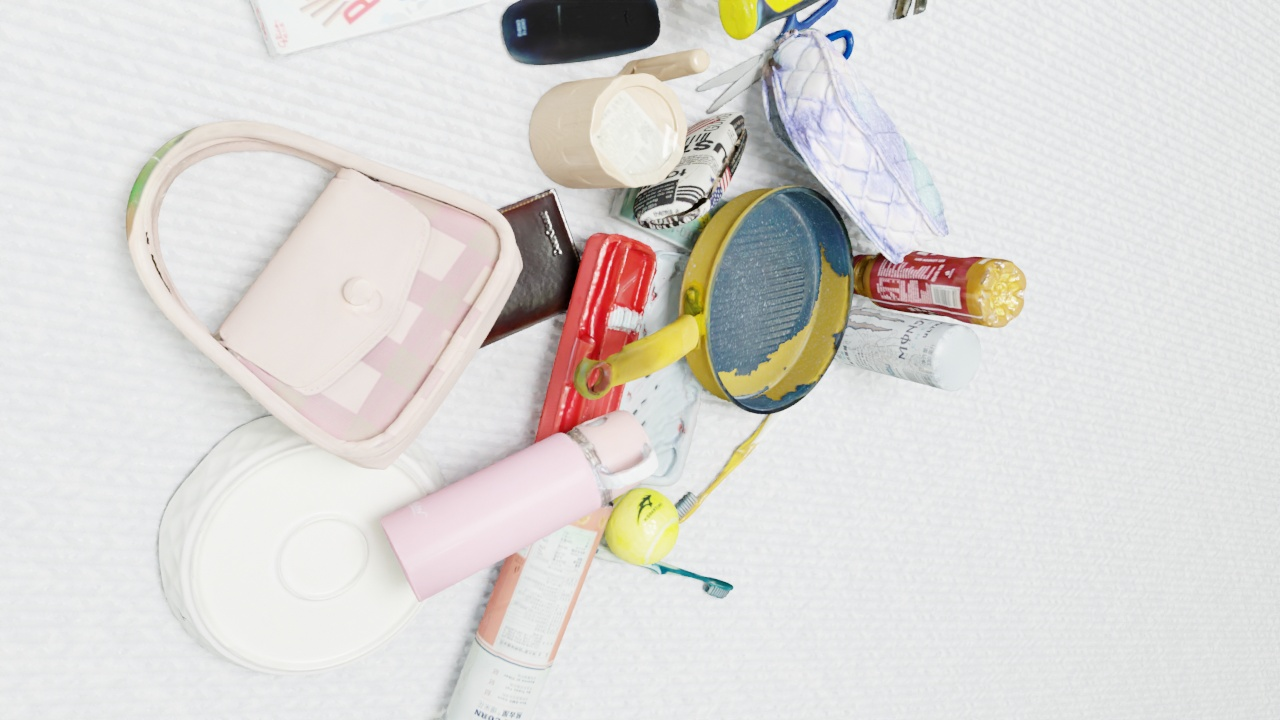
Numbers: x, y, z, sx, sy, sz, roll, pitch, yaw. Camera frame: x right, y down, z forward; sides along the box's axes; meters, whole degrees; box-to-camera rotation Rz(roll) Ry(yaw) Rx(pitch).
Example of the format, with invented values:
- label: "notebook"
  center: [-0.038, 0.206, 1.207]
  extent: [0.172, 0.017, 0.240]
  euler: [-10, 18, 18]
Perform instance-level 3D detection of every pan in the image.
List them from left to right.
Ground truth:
- label: "pan"
  center: [0.067, -0.031, 0.734]
  extent: [0.356, 0.078, 0.198]
  euler: [-17, 113, -40]

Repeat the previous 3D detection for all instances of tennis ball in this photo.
- label: "tennis ball"
  center: [0.001, 0.142, 0.786]
  extent: [0.065, 0.065, 0.065]
  euler: [-6, 103, -28]

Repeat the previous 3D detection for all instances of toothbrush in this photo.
- label: "toothbrush"
  center: [0.012, 0.189, 0.831]
  extent: [0.191, 0.016, 0.018]
  euler: [23, 99, -31]
- label: "toothbrush"
  center: [0.097, 0.079, 0.856]
  extent: [0.191, 0.016, 0.018]
  euler: [-45, 109, -13]

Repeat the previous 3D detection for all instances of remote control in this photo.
- label: "remote control"
  center: [-0.040, -0.258, 0.704]
  extent: [0.136, 0.024, 0.053]
  euler: [-18, 107, -25]
- label: "remote control"
  center: [0.040, -0.123, 0.780]
  extent: [0.135, 0.019, 0.056]
  euler: [21, 89, -31]

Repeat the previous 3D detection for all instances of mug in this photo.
- label: "mug"
  center: [-0.012, -0.184, 0.689]
  extent: [0.124, 0.104, 0.084]
  euler: [-49, 119, -12]

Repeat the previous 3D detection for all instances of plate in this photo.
- label: "plate"
  center: [-0.233, 0.137, 0.666]
  extent: [0.204, 0.046, 0.205]
  euler: [-6, 102, -29]

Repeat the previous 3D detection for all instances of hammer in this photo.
- label: "hammer"
  center: [0.161, -0.315, 0.742]
  extent: [0.322, 0.032, 0.126]
  euler: [-39, 120, -40]

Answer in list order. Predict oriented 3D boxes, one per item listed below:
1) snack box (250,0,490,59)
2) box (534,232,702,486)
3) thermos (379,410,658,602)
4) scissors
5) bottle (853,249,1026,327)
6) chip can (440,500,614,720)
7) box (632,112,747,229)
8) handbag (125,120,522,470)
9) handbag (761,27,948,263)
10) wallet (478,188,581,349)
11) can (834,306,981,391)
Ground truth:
- label: "snack box"
  center: [-0.186, -0.266, 0.619]
  extent: [0.156, 0.027, 0.085]
  euler: [-25, 111, -24]
- label: "box"
  center: [-0.007, 0.003, 0.763]
  extent: [0.161, 0.058, 0.201]
  euler: [11, 96, -41]
- label: "thermos"
  center: [-0.080, 0.102, 0.661]
  extent: [0.198, 0.087, 0.067]
  euler: [-24, 109, -19]
- label: "scissors"
  center: [0.124, -0.258, 0.804]
  extent: [0.132, 0.012, 0.172]
  euler: [30, 87, -31]
- label: "bottle"
  center: [0.254, -0.069, 0.820]
  extent: [0.057, 0.175, 0.057]
  euler: [-7, 104, -29]
- label: "chip can"
  center: [-0.090, 0.203, 0.743]
  extent: [0.071, 0.071, 0.214]
  euler: [21, 89, -31]
- label: "box"
  center: [0.040, -0.152, 0.711]
  extent: [0.052, 0.069, 0.163]
  euler: [49, 36, -21]
- label: "handbag"
  center: [-0.214, -0.059, 0.604]
  extent: [0.234, 0.093, 0.193]
  euler: [34, 73, -11]
- label: "handbag"
  center: [0.182, -0.179, 0.785]
  extent: [0.076, 0.134, 0.194]
  euler: [-30, 129, 27]
- label: "wallet"
  center: [-0.103, -0.069, 0.712]
  extent: [0.122, 0.020, 0.096]
  euler: [-26, 112, -25]
- label: "can"
  center: [0.235, -0.014, 0.837]
  extent: [0.058, 0.147, 0.058]
  euler: [-7, 104, -28]
